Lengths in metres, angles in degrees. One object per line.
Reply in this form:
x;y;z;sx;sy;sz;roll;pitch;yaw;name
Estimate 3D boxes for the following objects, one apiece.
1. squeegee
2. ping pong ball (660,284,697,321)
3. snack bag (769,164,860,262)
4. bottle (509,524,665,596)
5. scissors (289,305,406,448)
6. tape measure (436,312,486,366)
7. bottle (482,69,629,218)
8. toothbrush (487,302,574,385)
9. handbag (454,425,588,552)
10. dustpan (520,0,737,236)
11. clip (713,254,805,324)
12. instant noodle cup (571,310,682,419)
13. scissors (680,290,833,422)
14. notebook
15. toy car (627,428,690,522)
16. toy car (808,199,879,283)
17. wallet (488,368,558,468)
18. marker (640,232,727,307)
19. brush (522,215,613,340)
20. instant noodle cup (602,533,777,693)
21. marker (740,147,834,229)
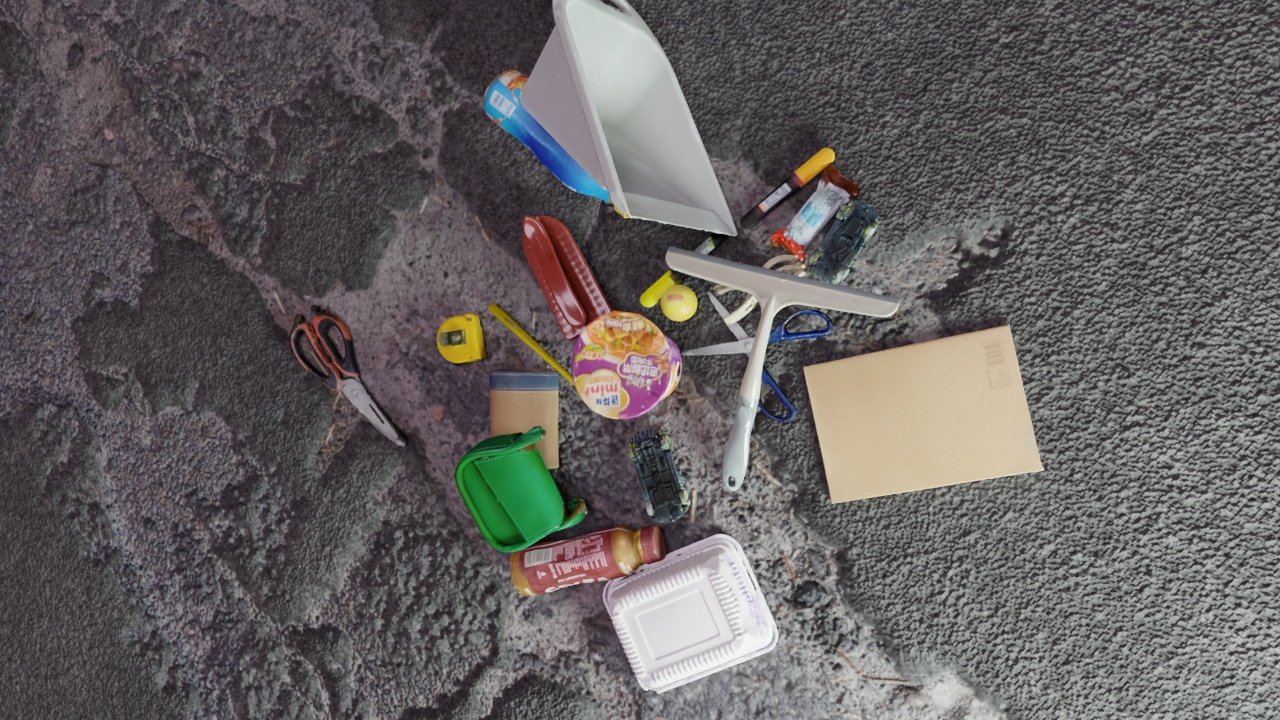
0.116;0.027;0.959;0.247;0.039;0.247;15;105;16;squeegee
0.042;-0.063;1.008;0.040;0.040;0.040;0;90;17;ping pong ball
0.184;-0.154;0.971;0.045;0.026;0.105;40;101;8;snack bag
-0.059;0.221;1.029;0.175;0.057;0.057;-15;85;17;bottle
-0.354;0.018;1.146;0.210;0.015;0.177;11;92;17;scissors
-0.216;-0.025;1.096;0.057;0.029;0.060;-11;86;18;tape measure
-0.084;-0.241;1.037;0.218;0.065;0.065;42;101;13;bottle
-0.109;-0.010;1.053;0.190;0.015;0.016;40;95;24;toothbrush
-0.135;0.143;1.033;0.120;0.067;0.131;-21;100;18;handbag
-0.001;-0.267;0.934;0.258;0.222;0.143;44;114;24;dustpan
0.130;-0.078;0.980;0.101;0.035;0.076;-26;63;18;clip
-0.006;0.006;0.993;0.112;0.099;0.111;0;89;19;instant noodle cup
0.128;-0.010;0.993;0.176;0.012;0.162;-17;82;20;scissors
0.287;0.057;0.946;0.212;0.012;0.149;-12;85;17;notebook
0.021;0.128;1.018;0.049;0.031;0.105;-20;82;17;toy car
0.213;-0.123;0.958;0.043;0.034;0.091;32;101;12;toy car
-0.135;0.067;1.069;0.090;0.033;0.115;-1;90;20;wallet
0.049;-0.103;1.021;0.124;0.015;0.018;-41;74;10;marker
-0.089;-0.099;1.035;0.063;0.069;0.145;-29;81;14;brush
0.046;0.280;0.996;0.174;0.060;0.138;-26;82;14;instant noodle cup
0.157;-0.184;0.987;0.124;0.015;0.018;-39;81;16;marker
